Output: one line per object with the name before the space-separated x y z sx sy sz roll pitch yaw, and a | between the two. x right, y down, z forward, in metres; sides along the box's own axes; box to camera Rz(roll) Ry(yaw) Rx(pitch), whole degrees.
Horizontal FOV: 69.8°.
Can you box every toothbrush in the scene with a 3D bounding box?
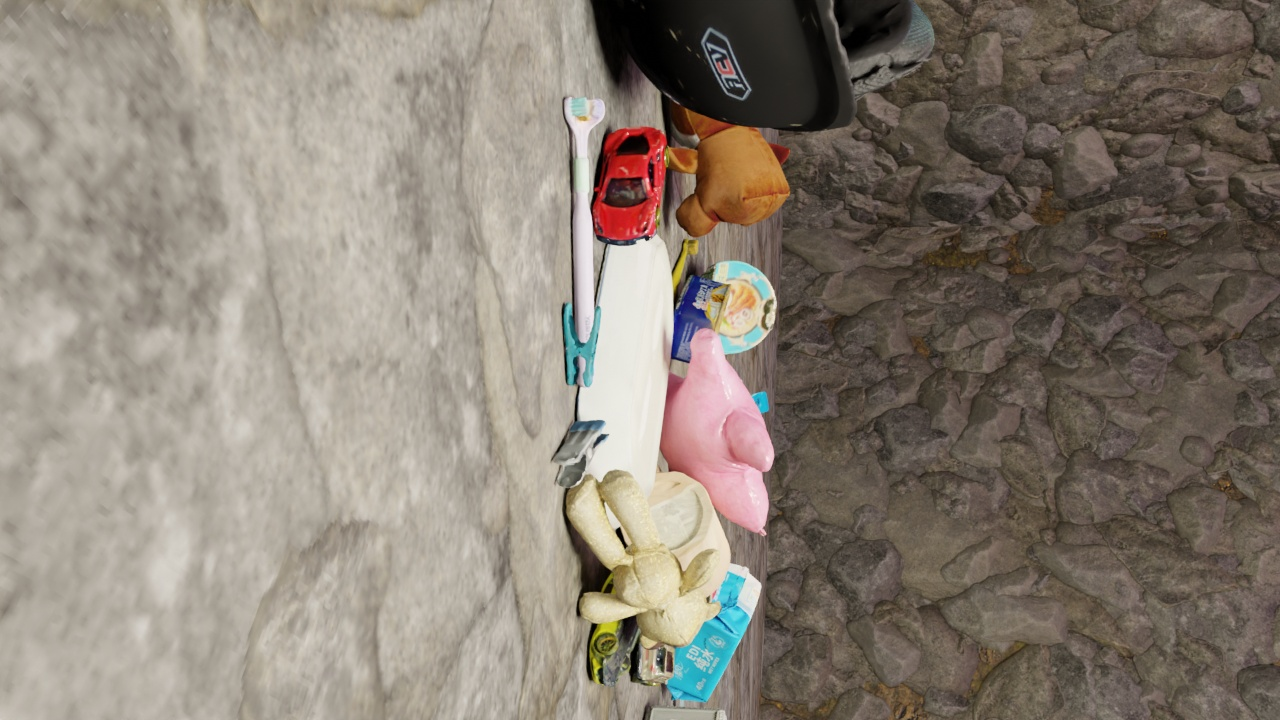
toothbrush | -0.036 -0.075 0.602 0.021 0.029 0.189 19 -69 62
toothbrush | 0.044 -0.095 1.006 0.189 0.017 0.016 -69 156 -60

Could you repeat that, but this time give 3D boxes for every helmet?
helmet | 0.084 -0.282 0.661 0.233 0.231 0.274 58 30 -43

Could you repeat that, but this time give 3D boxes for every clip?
clip | -0.039 -0.009 0.592 0.014 0.040 0.056 -48 144 -71
clip | -0.039 0.058 0.587 0.057 0.025 0.033 -61 145 -58

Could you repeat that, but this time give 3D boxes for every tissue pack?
tissue pack | 0.071 0.284 0.960 0.089 0.063 0.140 -51 164 -56

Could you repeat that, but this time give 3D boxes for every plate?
plate | -0.004 0.004 0.725 0.162 0.034 0.265 76 19 -52

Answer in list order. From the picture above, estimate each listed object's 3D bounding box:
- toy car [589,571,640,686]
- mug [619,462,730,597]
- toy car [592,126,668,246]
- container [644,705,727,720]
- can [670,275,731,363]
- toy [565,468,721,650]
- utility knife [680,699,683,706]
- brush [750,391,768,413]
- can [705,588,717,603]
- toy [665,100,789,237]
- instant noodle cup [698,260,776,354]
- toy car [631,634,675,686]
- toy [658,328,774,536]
toy car | -0.016 0.191 0.689 0.048 0.032 0.105 72 33 -50
mug | 0.024 0.136 0.795 0.104 0.084 0.124 70 -1 -56
toy car | -0.007 -0.128 0.665 0.031 0.049 0.106 72 22 -56
container | 0.044 0.394 0.865 0.090 0.090 0.114 -69 154 -61
can | 0.062 -0.043 0.977 0.147 0.049 0.075 -64 168 -64
toy | 0.000 0.138 0.629 0.066 0.105 0.157 -109 173 -58
utility knife | 0.046 0.310 1.036 0.030 0.021 0.207 -31 115 -71
brush | 0.090 0.057 1.015 0.254 0.046 0.083 -6 86 -62
can | 0.047 0.204 0.911 0.093 0.066 0.066 -63 152 -65
toy | 0.081 -0.232 0.937 0.139 0.131 0.199 -16 98 -38
instant noodle cup | 0.110 -0.072 1.141 0.120 0.111 0.111 -68 157 -79
toy car | 0.014 0.276 0.839 0.090 0.035 0.042 69 26 -67
toy | 0.062 0.075 0.806 0.178 0.074 0.195 66 -23 10
